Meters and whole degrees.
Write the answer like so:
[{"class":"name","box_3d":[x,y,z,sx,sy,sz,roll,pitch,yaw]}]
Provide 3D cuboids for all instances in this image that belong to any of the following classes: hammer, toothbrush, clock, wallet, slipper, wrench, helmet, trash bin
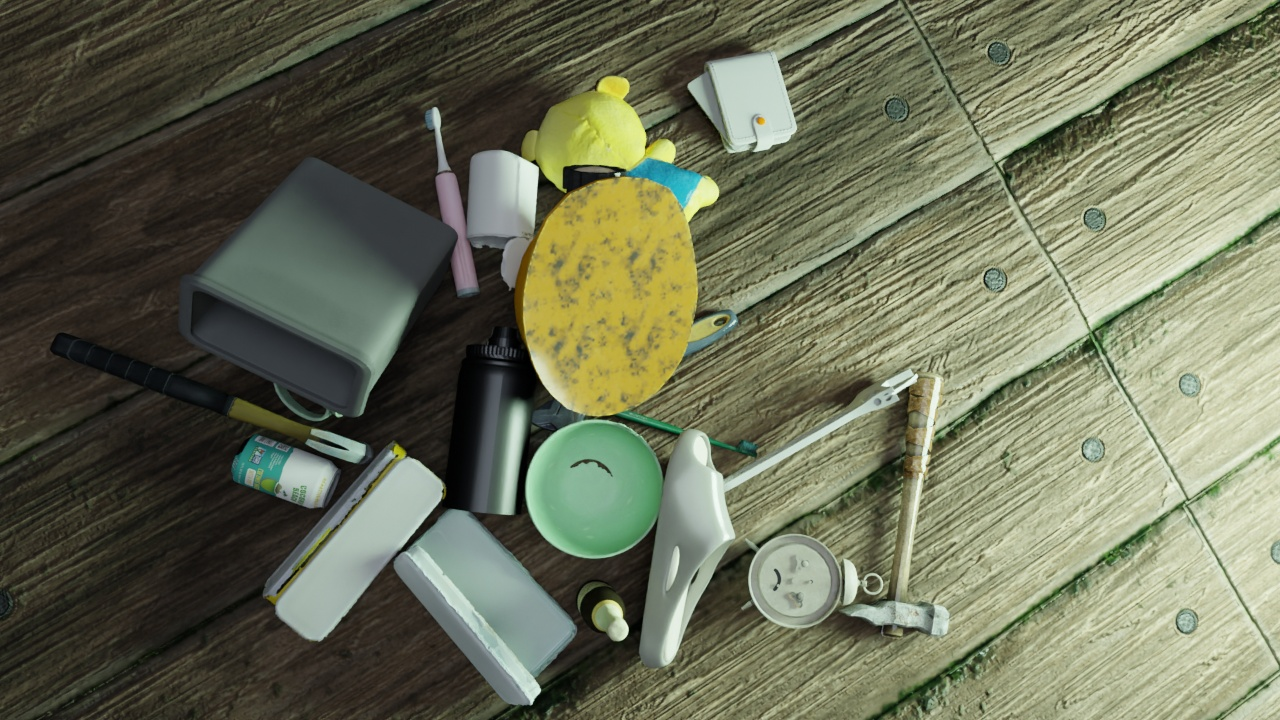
[{"class":"hammer","box_3d":[-0.448,0.041,0.958,0.333,0.118,0.025,21,80,-2]},{"class":"toothbrush","box_3d":[-0.218,-0.182,1.050,0.027,0.027,0.222,-13,86,23]},{"class":"clock","box_3d":[0.197,0.252,1.055,0.157,0.061,0.103,2,84,6]},{"class":"hammer","box_3d":[0.322,0.170,1.101,0.121,0.049,0.318,12,82,-6]},{"class":"wallet","box_3d":[0.119,-0.310,1.111,0.115,0.037,0.118,-14,84,-10]},{"class":"slipper","box_3d":[0.063,0.212,1.010,0.081,0.113,0.265,10,86,23]},{"class":"wrench","box_3d":[0.205,0.084,1.082,0.273,0.086,0.018,-30,90,0]},{"class":"helmet","box_3d":[-0.056,-0.080,0.990,0.204,0.131,0.256,-9,113,-30]},{"class":"trash bin","box_3d":[-0.318,-0.081,0.935,0.192,0.098,0.219,27,46,-6]},{"class":"toothbrush","box_3d":[0.049,0.081,1.075,0.189,0.016,0.017,17,85,-8]},{"class":"wrench","box_3d":[-0.006,0.006,1.064,0.273,0.022,0.073,-26,72,-13]}]

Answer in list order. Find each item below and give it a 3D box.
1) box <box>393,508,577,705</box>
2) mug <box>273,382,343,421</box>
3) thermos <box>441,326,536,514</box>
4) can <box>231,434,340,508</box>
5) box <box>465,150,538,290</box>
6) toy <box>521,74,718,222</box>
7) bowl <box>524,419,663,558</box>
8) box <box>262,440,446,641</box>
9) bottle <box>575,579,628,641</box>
[{"class":"box","box_3d":[-0.158,0.255,1.002,0.126,0.106,0.215,-40,92,-34]},{"class":"mug","box_3d":[-0.349,0.011,0.990,0.104,0.084,0.111,34,109,2]},{"class":"thermos","box_3d":[-0.162,0.064,1.006,0.086,0.086,0.198,7,84,-9]},{"class":"can","box_3d":[-0.378,0.120,0.981,0.101,0.055,0.055,22,82,-7]},{"class":"box","box_3d":[-0.153,-0.150,1.026,0.092,0.083,0.166,3,86,24]},{"class":"toy","box_3d":[-0.022,-0.224,1.057,0.214,0.084,0.148,44,78,-6]},{"class":"bowl","box_3d":[-0.054,0.141,1.022,0.151,0.077,0.151,1,85,-10]},{"class":"box","box_3d":[-0.307,0.183,0.967,0.117,0.057,0.209,33,77,36]},{"class":"bottle","box_3d":[-0.036,0.265,0.959,0.045,0.185,0.045,1,85,-10]}]
